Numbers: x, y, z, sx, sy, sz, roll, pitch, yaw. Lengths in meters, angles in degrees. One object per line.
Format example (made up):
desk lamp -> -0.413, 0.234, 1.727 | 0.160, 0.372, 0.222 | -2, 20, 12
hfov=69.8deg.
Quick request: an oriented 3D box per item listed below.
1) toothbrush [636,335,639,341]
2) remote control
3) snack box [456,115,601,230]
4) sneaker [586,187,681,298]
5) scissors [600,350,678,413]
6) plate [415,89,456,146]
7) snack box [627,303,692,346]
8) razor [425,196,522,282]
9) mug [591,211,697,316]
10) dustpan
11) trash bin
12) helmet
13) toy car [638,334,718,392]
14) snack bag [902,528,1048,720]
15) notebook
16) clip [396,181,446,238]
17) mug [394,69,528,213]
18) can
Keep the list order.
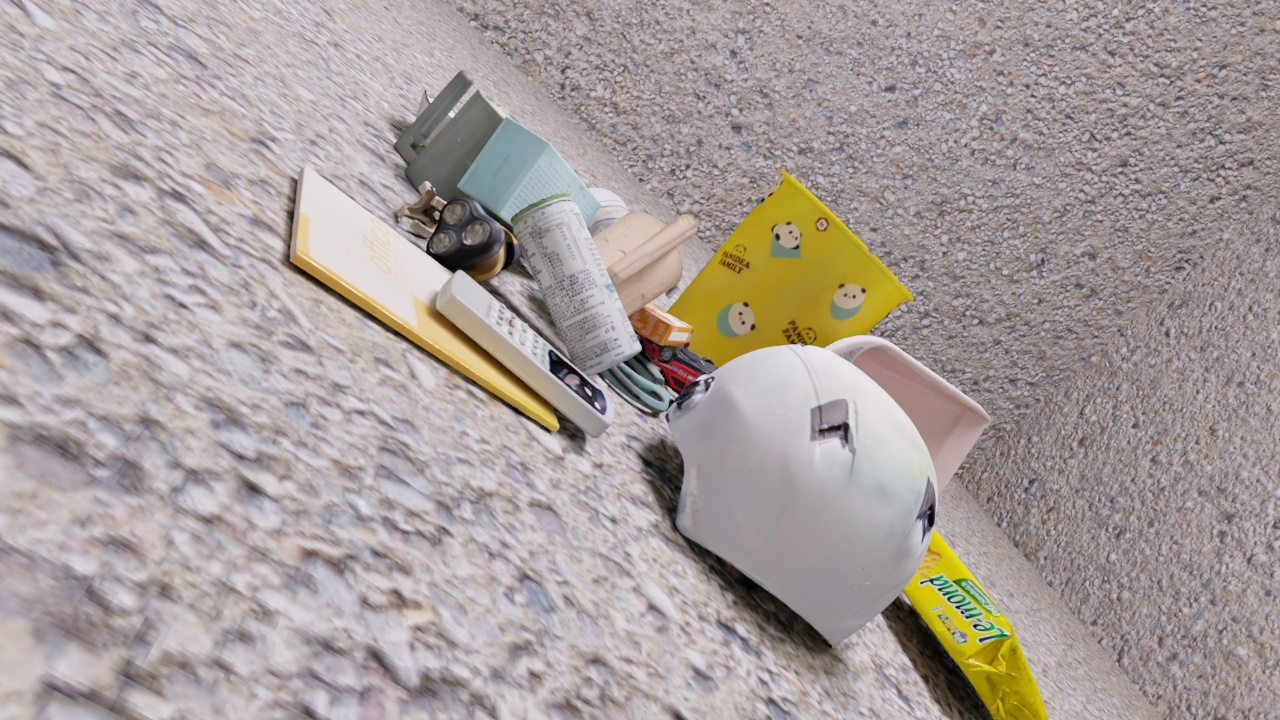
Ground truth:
toothbrush -> 0.009, -0.010, 1.019 | 0.189, 0.014, 0.017 | 36, 25, -37
remote control -> -0.077, -0.005, 0.639 | 0.150, 0.021, 0.058 | 41, 14, -18
snack box -> -0.096, -0.150, 0.837 | 0.051, 0.074, 0.175 | 35, 0, 15
sneaker -> -0.019, -0.118, 1.029 | 0.090, 0.090, 0.242 | 57, 17, 18
scissors -> -0.005, 0.005, 0.906 | 0.170, 0.019, 0.181 | 28, 19, -49
plate -> -0.164, -0.209, 1.002 | 0.205, 0.045, 0.204 | 41, 7, -7
snack box -> -0.025, -0.061, 0.947 | 0.154, 0.026, 0.075 | 30, 9, 16
razor -> -0.130, -0.100, 0.768 | 0.167, 0.062, 0.067 | -55, 129, -83
mug -> -0.015, -0.084, 0.846 | 0.084, 0.103, 0.125 | 56, -30, -7
dustpan -> 0.261, 0.099, 1.028 | 0.273, 0.222, 0.139 | 31, 1, -5
trash bin -> 0.170, -0.068, 1.160 | 0.229, 0.255, 0.229 | 42, 12, -11
helmet -> 0.144, 0.079, 0.730 | 0.229, 0.146, 0.258 | 43, 28, -15
toy car -> 0.047, 0.009, 1.000 | 0.120, 0.045, 0.053 | 33, 14, -24
snack bag -> 0.326, 0.265, 0.936 | 0.158, 0.068, 0.246 | 53, 6, -31
notebook -> -0.143, -0.042, 0.620 | 0.206, 0.010, 0.145 | 38, 14, -32
clip -> -0.168, -0.119, 0.761 | 0.066, 0.034, 0.099 | 43, 3, 1
mug -> -0.167, -0.203, 0.866 | 0.124, 0.103, 0.083 | 50, 13, 21
can -> -0.054, -0.061, 0.762 | 0.146, 0.058, 0.058 | 65, 13, 0
